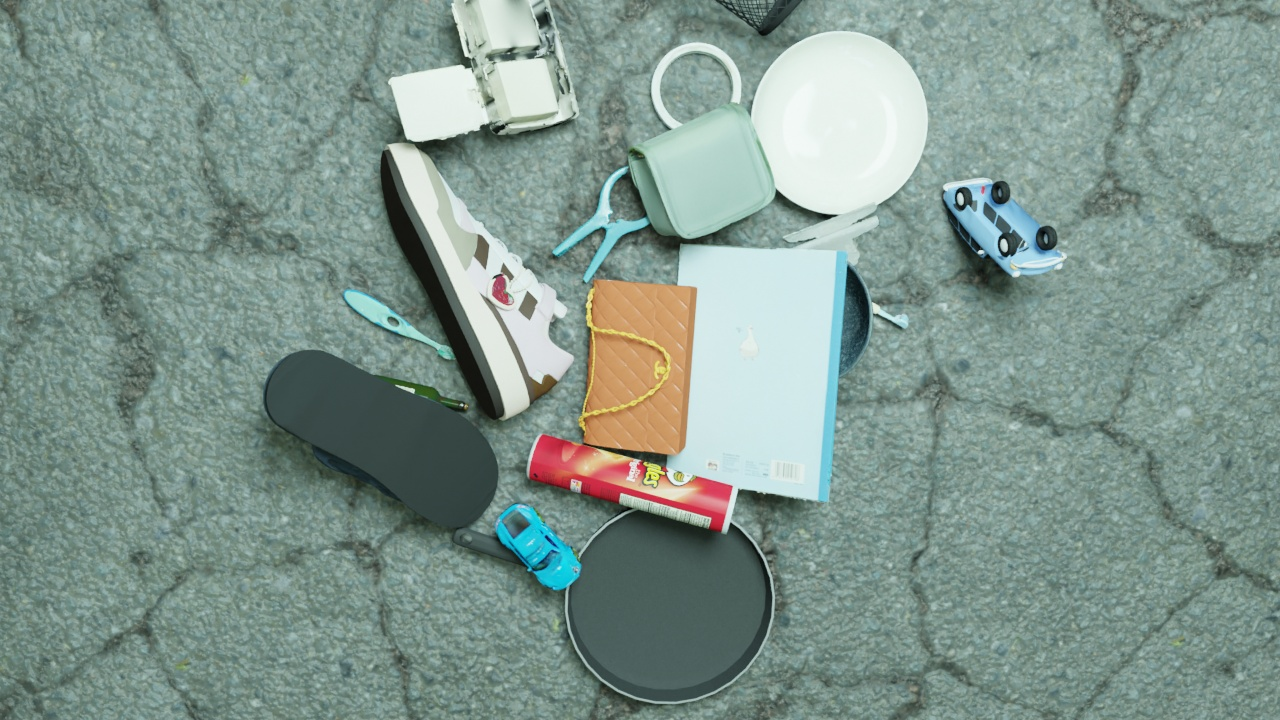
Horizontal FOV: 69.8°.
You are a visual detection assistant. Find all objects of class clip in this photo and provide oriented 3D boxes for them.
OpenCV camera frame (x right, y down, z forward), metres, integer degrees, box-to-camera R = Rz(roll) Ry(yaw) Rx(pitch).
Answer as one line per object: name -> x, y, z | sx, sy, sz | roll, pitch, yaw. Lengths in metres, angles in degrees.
clip -> 0.204, -0.116, 0.948 | 0.102, 0.052, 0.059 | -19, 117, 26
clip -> -0.018, -0.132, 0.957 | 0.120, 0.030, 0.130 | 24, 95, -10

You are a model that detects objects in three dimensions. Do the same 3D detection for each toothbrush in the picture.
toothbrush -> 0.218, -0.076, 0.976 | 0.155, 0.022, 0.016 | 29, 111, -4
toothbrush -> -0.252, -0.036, 0.960 | 0.135, 0.017, 0.022 | 31, 97, -6

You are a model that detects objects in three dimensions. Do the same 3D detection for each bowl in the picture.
bowl -> 0.194, -0.045, 0.949 | 0.057, 0.137, 0.137 | -4, 99, -44

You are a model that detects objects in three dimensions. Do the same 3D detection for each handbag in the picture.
handbag -> -0.005, 0.006, 0.952 | 0.109, 0.060, 0.172 | 5, 97, 13
handbag -> 0.061, -0.187, 0.918 | 0.121, 0.067, 0.106 | -27, 108, -15

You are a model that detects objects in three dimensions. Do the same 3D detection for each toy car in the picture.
toy car -> 0.361, -0.131, 0.923 | 0.056, 0.153, 0.055 | -11, 134, -10
toy car -> -0.105, 0.195, 0.951 | 0.048, 0.032, 0.105 | -41, 97, 0

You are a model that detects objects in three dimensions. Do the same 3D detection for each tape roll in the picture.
tape roll -> 0.057, -0.279, 0.948 | 0.093, 0.013, 0.093 | 0, 97, -3

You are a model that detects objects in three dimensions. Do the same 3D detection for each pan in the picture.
pan -> -0.030, 0.239, 0.993 | 0.356, 0.034, 0.225 | 19, 95, -5

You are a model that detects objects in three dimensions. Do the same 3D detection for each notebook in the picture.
notebook -> 0.116, 0.010, 0.944 | 0.181, 0.009, 0.253 | 7, 97, 26

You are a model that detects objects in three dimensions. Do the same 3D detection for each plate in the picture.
plate -> 0.202, -0.242, 0.948 | 0.182, 0.034, 0.182 | 0, 97, -3

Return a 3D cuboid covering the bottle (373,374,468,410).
bottle -> -0.233, 0.037, 0.965 | 0.106, 0.025, 0.025 | 13, 96, -4

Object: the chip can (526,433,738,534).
chip can -> -0.009, 0.127, 0.953 | 0.215, 0.051, 0.052 | 14, 96, 7

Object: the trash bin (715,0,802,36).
trash bin -> 0.084, -0.430, 0.855 | 0.210, 0.184, 0.184 | 37, 94, -12

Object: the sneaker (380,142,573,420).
sneaker -> -0.156, -0.093, 0.925 | 0.116, 0.112, 0.294 | -27, 96, -21

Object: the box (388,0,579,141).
box -> -0.157, -0.288, 0.885 | 0.183, 0.044, 0.143 | -19, 97, -37

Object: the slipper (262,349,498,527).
slipper -> -0.263, 0.076, 0.934 | 0.265, 0.084, 0.108 | 36, 72, -31
